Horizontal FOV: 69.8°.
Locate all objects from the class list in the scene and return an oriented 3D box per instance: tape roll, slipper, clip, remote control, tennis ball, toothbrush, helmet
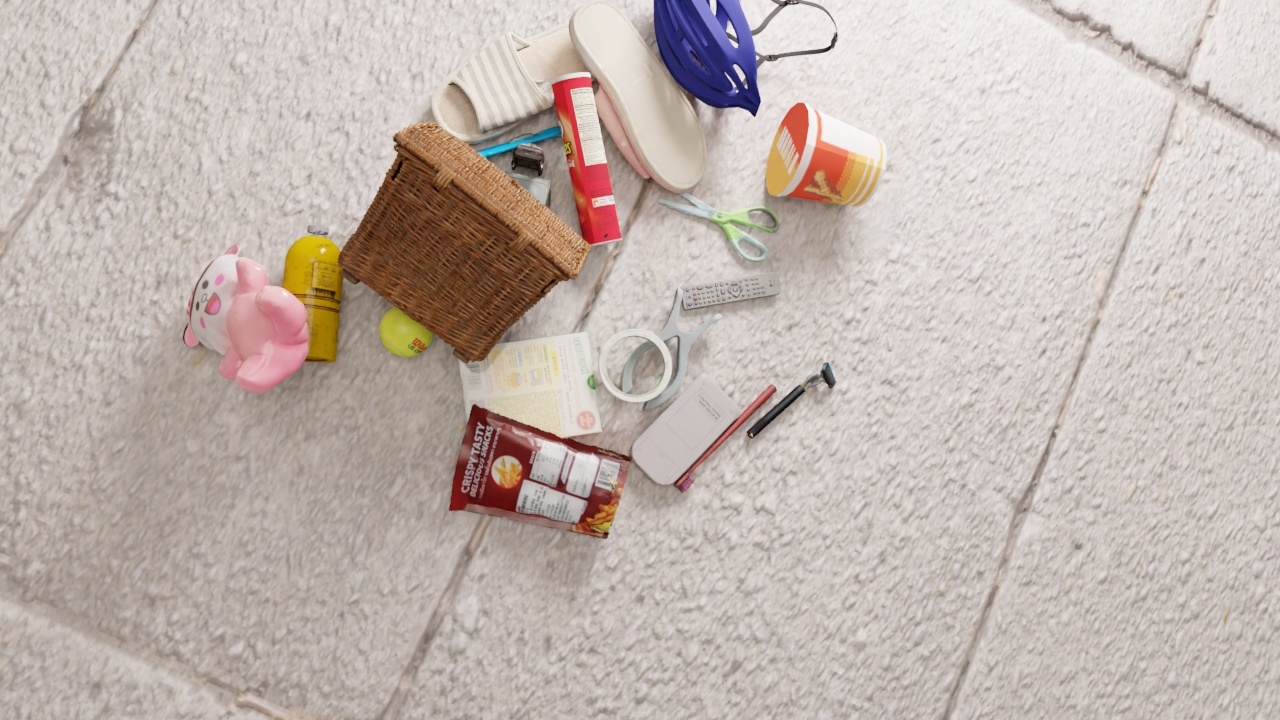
[{"bbox_3d":[-0.007,0.007,1.170,0.094,0.018,0.094,0,88,-6],"label":"tape roll"},{"bbox_3d":[-0.006,-0.345,1.216,0.114,0.054,0.274,-35,100,-23],"label":"slipper"},{"bbox_3d":[0.050,-0.001,1.200,0.115,0.028,0.163,32,85,-5],"label":"clip"},{"bbox_3d":[0.122,-0.094,1.232,0.136,0.013,0.033,-10,87,-9],"label":"remote control"},{"bbox_3d":[-0.148,-0.375,1.207,0.272,0.054,0.114,-32,85,-13],"label":"slipper"},{"bbox_3d":[0.056,0.093,1.198,0.074,0.019,0.151,46,79,-1],"label":"remote control"},{"bbox_3d":[-0.290,-0.037,1.137,0.065,0.065,0.065,1,83,-9],"label":"tennis ball"},{"bbox_3d":[0.114,0.102,1.208,0.189,0.016,0.016,-45,96,-11],"label":"toothbrush"},{"bbox_3d":[0.133,-0.439,1.204,0.227,0.148,0.241,-18,77,-8],"label":"helmet"}]

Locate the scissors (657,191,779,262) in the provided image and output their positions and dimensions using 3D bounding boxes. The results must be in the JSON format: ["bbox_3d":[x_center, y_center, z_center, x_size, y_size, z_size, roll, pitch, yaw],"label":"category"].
[{"bbox_3d":[0.108,-0.203,1.245,0.175,0.032,0.092,31,83,-8],"label":"scissors"}]

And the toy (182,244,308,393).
[{"bbox_3d":[-0.462,-0.050,1.067,0.213,0.084,0.142,23,99,38],"label":"toy"}]

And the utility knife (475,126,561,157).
[{"bbox_3d":[-0.143,-0.294,1.211,0.185,0.031,0.015,-20,122,-13],"label":"utility knife"}]

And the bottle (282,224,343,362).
[{"bbox_3d":[-0.401,-0.083,1.124,0.071,0.071,0.163,4,83,-8],"label":"bottle"}]

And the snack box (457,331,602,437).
[{"bbox_3d":[-0.142,0.040,1.170,0.168,0.027,0.132,-8,86,-10],"label":"snack box"}]

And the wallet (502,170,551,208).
[{"bbox_3d":[-0.185,-0.201,1.183,0.131,0.054,0.100,10,81,-2],"label":"wallet"}]

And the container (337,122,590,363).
[{"bbox_3d":[-0.216,-0.132,1.090,0.250,0.162,0.183,38,107,-10],"label":"container"}]

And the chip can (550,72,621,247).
[{"bbox_3d":[-0.069,-0.255,1.181,0.051,0.052,0.215,-13,98,-10],"label":"chip can"}]

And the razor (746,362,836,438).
[{"bbox_3d":[0.198,0.055,1.225,0.144,0.022,0.043,-37,130,-7],"label":"razor"}]

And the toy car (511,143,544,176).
[{"bbox_3d":[-0.142,-0.260,1.171,0.040,0.092,0.037,12,94,-7],"label":"toy car"}]

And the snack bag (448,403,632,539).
[{"bbox_3d":[-0.125,0.147,1.134,0.208,0.066,0.139,14,104,-7],"label":"snack bag"}]

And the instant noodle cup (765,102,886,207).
[{"bbox_3d":[0.250,-0.266,1.224,0.121,0.123,0.123,12,82,-15],"label":"instant noodle cup"}]
